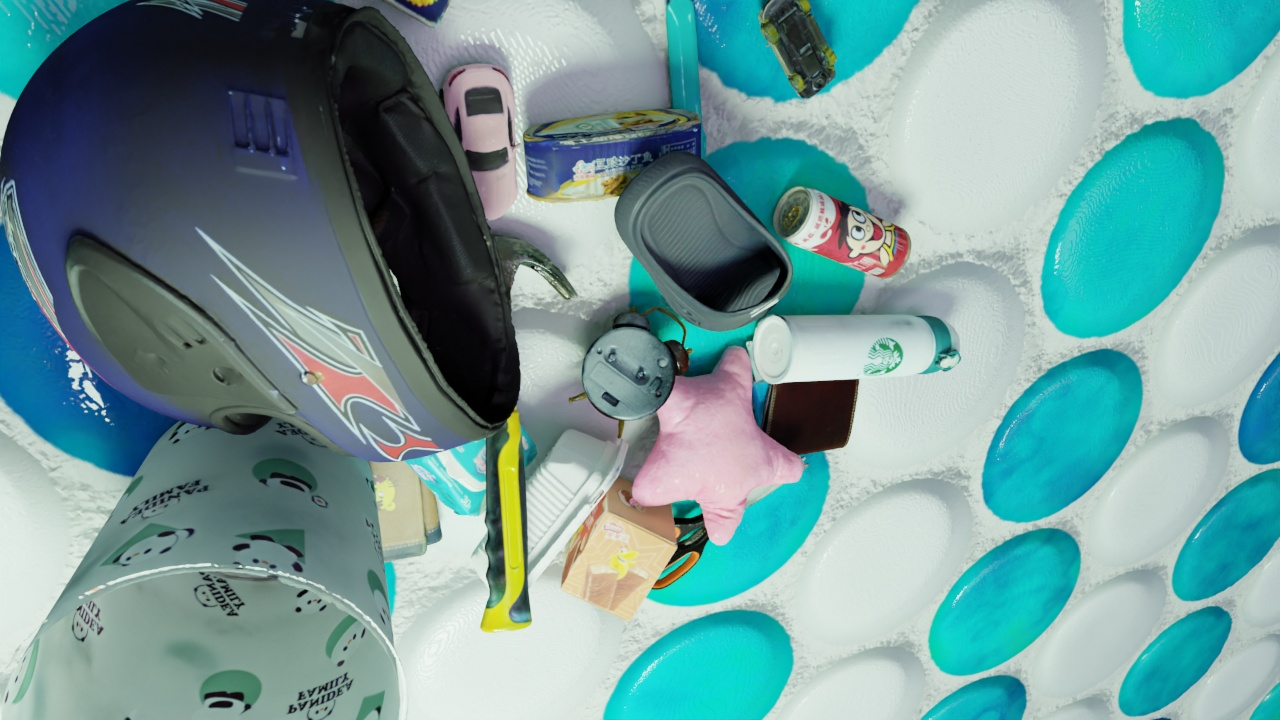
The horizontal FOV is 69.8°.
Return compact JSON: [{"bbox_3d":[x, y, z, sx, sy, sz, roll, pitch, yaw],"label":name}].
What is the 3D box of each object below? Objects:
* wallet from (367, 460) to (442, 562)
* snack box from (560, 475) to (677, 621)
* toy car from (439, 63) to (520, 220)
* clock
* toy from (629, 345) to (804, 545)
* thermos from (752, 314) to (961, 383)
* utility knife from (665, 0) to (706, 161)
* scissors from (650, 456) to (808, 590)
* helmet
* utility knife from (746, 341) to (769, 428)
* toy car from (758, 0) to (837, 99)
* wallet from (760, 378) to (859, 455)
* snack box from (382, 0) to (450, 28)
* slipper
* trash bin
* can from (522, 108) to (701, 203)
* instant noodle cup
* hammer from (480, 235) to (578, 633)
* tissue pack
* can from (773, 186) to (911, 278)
[{"bbox_3d":[-0.227,0.125,0.819,0.090,0.033,0.115,-10,118,-19],"label":"wallet"},{"bbox_3d":[-0.022,0.179,0.897,0.077,0.092,0.094,28,105,-10],"label":"snack box"},{"bbox_3d":[-0.121,-0.163,0.698,0.056,0.037,0.122,-10,123,-19],"label":"toy car"},{"bbox_3d":[-0.005,0.005,0.823,0.082,0.055,0.121,36,79,1],"label":"clock"},{"bbox_3d":[0.058,0.079,0.887,0.178,0.075,0.194,-33,102,-18],"label":"toy"},{"bbox_3d":[0.225,-0.013,0.924,0.223,0.073,0.073,-2,118,-27],"label":"thermos"},{"bbox_3d":[0.035,-0.252,0.734,0.029,0.013,0.223,-17,126,-14],"label":"utility knife"},{"bbox_3d":[0.086,0.177,0.991,0.234,0.021,0.143,-16,128,-10],"label":"scissors"},{"bbox_3d":[-0.234,-0.066,0.575,0.241,0.246,0.316,-9,129,12],"label":"helmet"},{"bbox_3d":[0.134,0.056,0.960,0.034,0.018,0.194,-25,124,-10],"label":"utility knife"},{"bbox_3d":[0.127,-0.262,0.759,0.042,0.035,0.090,-41,127,-1],"label":"toy car"},{"bbox_3d":[0.177,0.055,0.964,0.122,0.020,0.096,-5,111,-33],"label":"wallet"},{"bbox_3d":[-0.167,-0.334,0.569,0.177,0.046,0.183,23,106,-33],"label":"snack box"},{"bbox_3d":[0.069,-0.074,0.771,0.111,0.083,0.268,-42,149,7],"label":"slipper"},{"bbox_3d":[-0.285,0.164,0.658,0.229,0.251,0.230,-6,117,-12],"label":"trash bin"},{"bbox_3d":[-0.020,-0.163,0.723,0.148,0.074,0.049,-13,120,-21],"label":"can"},{"bbox_3d":[-0.088,0.137,0.840,0.060,0.138,0.173,36,99,-2],"label":"instant noodle cup"},{"bbox_3d":[-0.110,0.060,0.753,0.126,0.032,0.323,-3,92,-24],"label":"hammer"},{"bbox_3d":[-0.156,0.065,0.789,0.093,0.050,0.133,-49,130,-22],"label":"tissue pack"},{"bbox_3d":[0.190,-0.119,0.861,0.132,0.053,0.053,15,110,-32],"label":"can"}]
